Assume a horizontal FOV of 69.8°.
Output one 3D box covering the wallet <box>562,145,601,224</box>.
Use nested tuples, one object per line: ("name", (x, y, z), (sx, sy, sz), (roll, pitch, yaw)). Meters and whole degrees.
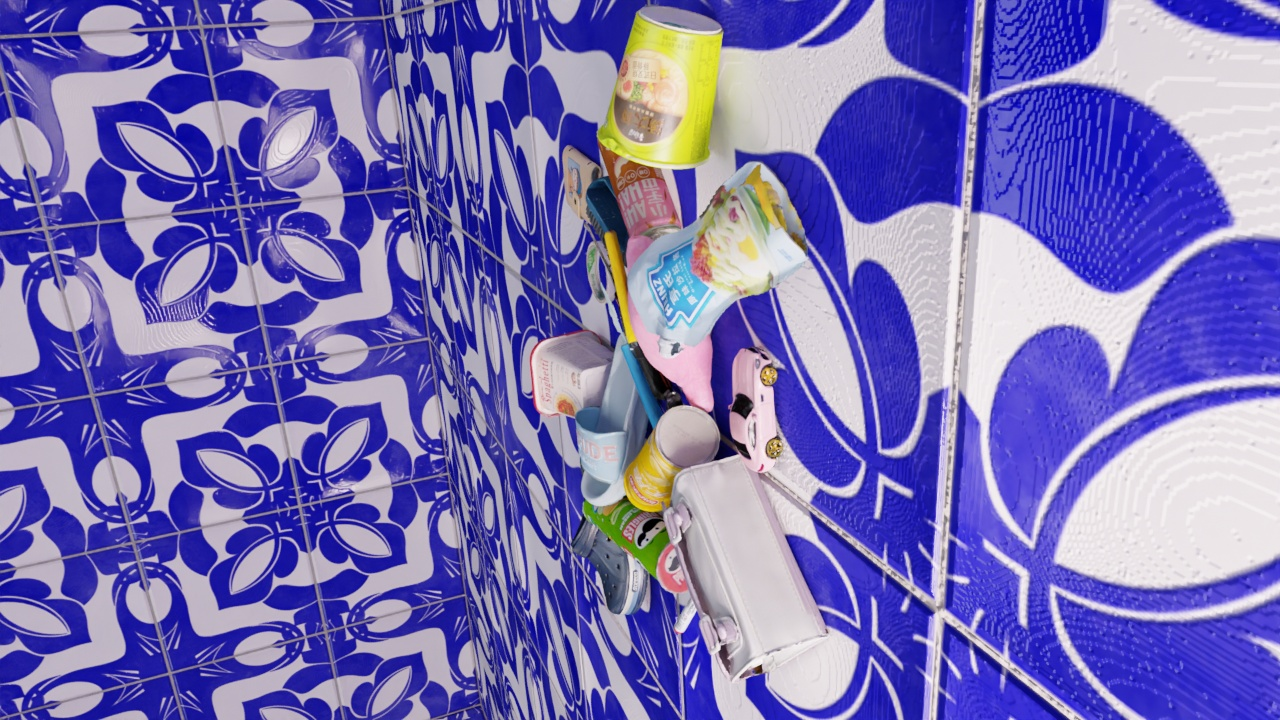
("wallet", (-0.080, -0.238, 1.255), (0.115, 0.024, 0.087), (-133, 42, -54))

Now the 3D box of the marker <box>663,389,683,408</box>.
("marker", (0.042, 0.059, 1.019), (0.022, 0.018, 0.131), (49, 173, 19))

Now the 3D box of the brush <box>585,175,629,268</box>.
("brush", (-0.025, -0.174, 1.088), (0.074, 0.055, 0.143), (97, 154, -43))

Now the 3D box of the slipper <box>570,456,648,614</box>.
("slipper", (-0.057, 0.248, 1.347), (0.105, 0.095, 0.252), (123, 136, -66))

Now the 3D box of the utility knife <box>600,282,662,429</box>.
("utility knife", (-0.007, 0.006, 1.099), (0.225, 0.018, 0.034), (67, 173, -19))

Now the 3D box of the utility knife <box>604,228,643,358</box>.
("utility knife", (-0.020, -0.076, 1.023), (0.033, 0.015, 0.156), (33, -137, -74))

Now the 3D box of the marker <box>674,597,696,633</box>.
("marker", (0.064, 0.314, 1.162), (0.146, 0.017, 0.017), (106, 147, -52))

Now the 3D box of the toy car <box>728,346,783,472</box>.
("toy car", (0.106, 0.047, 0.879), (0.056, 0.037, 0.122), (-158, 61, -65))

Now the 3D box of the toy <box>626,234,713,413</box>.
("toy", (0.024, -0.053, 0.964), (0.195, 0.074, 0.178), (72, 170, -46))

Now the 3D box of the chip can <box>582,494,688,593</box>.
("chip can", (0.001, 0.220, 1.179), (0.236, 0.072, 0.072), (23, 122, 62))

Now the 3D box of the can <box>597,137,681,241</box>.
("can", (-0.001, -0.193, 1.011), (0.058, 0.057, 0.147), (121, 134, -62))

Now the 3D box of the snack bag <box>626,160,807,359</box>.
("snack bag", (0.060, -0.084, 0.821), (0.192, 0.038, 0.110), (-37, 74, 39))

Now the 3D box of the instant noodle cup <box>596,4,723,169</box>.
("instant noodle cup", (0.024, -0.258, 0.853), (0.111, 0.111, 0.124), (-124, 37, -47))

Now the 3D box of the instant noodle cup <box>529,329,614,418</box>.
("instant noodle cup", (-0.080, 0.027, 1.279), (0.124, 0.116, 0.116), (22, 121, 54))

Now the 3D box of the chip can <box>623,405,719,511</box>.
("chip can", (0.031, 0.116, 1.036), (0.214, 0.072, 0.072), (116, 139, -68))

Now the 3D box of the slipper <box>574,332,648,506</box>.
("slipper", (-0.040, 0.077, 1.177), (0.104, 0.074, 0.246), (44, 124, 58))

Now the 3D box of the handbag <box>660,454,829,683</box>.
("handbag", (0.092, 0.213, 0.929), (0.145, 0.098, 0.196), (103, 150, -59))

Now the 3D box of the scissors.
("scissors", (-0.016, -0.055, 1.086), (0.152, 0.022, 0.234), (55, -169, -63))

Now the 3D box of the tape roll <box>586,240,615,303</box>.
("tape roll", (-0.053, -0.120, 1.254), (0.086, 0.013, 0.086), (169, 90, -70))
